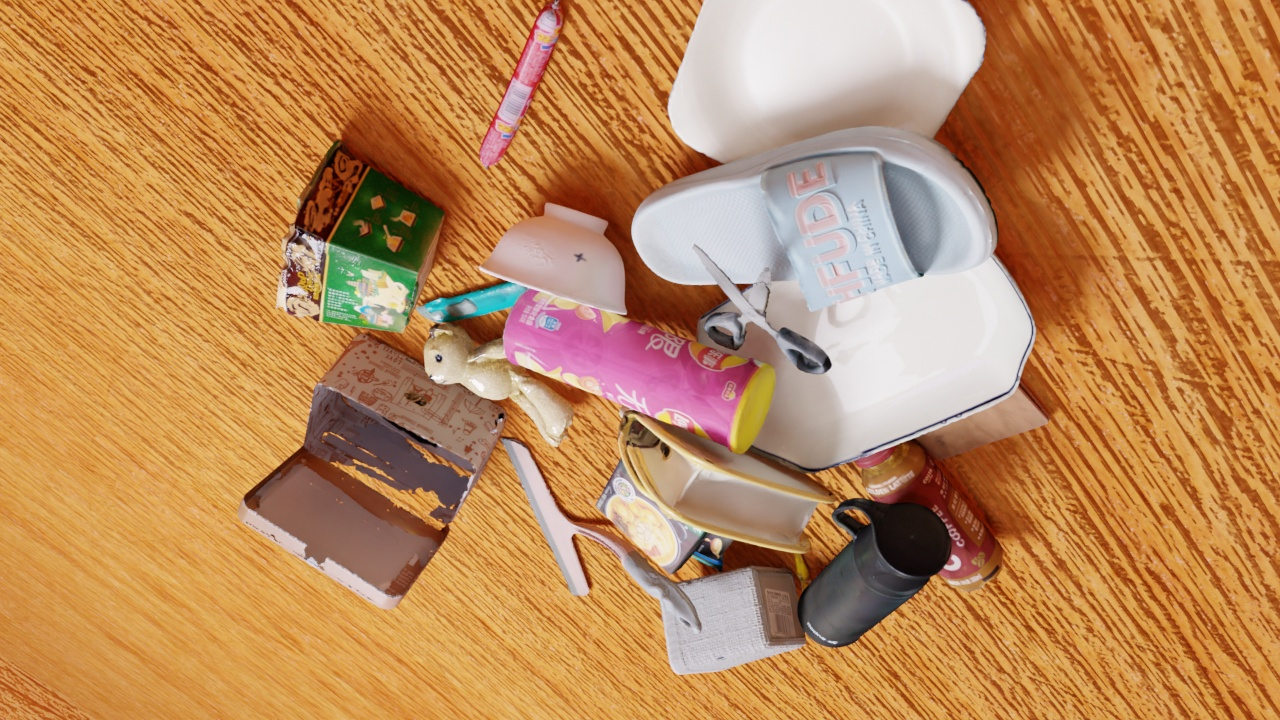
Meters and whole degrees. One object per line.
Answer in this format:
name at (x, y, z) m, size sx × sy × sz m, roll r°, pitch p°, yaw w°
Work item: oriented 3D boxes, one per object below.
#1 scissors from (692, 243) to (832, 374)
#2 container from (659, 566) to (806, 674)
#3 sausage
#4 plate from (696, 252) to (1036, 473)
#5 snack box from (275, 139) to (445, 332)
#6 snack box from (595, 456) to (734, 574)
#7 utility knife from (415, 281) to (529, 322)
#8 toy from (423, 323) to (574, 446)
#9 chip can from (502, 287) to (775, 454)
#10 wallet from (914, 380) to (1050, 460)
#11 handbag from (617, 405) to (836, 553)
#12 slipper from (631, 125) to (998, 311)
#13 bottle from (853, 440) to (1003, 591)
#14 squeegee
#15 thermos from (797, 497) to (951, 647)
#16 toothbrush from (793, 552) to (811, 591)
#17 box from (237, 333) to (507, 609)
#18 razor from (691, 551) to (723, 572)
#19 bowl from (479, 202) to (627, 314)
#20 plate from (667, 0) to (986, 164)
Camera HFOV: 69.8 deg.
scissors at (0.079, -0.031, 0.629) m, size 0.175 × 0.014 × 0.160 m, roll 31°, pitch 164°, yaw -23°
container at (0.094, 0.257, 0.917) m, size 0.115 × 0.090 × 0.090 m, roll -26°, pitch 153°, yaw 34°
sausage at (-0.086, -0.194, 0.657) m, size 0.020 × 0.020 × 0.156 m, roll 32°, pitch 135°, yaw -6°
plate at (0.156, -0.011, 0.685) m, size 0.267 × 0.034 × 0.162 m, roll -31°, pitch 99°, yaw 41°
snack box at (-0.226, -0.091, 0.760) m, size 0.105 × 0.117 × 0.118 m, roll 20°, pitch 139°, yaw -10°
snack box at (0.032, 0.135, 0.864) m, size 0.125 × 0.053 × 0.113 m, roll 40°, pitch 137°, yaw 13°
utility knife at (-0.137, -0.053, 0.809) m, size 0.157 × 0.013 × 0.029 m, roll -12°, pitch 133°, yaw 31°
toy at (-0.129, 0.022, 0.837) m, size 0.157 × 0.066 × 0.105 m, roll 34°, pitch 153°, yaw -3°
chip can at (-0.004, 0.004, 0.725) m, size 0.211 × 0.071 × 0.071 m, roll 20°, pitch 136°, yaw 22°
wallet at (0.242, 0.027, 0.711) m, size 0.115 × 0.020 × 0.101 m, roll 43°, pitch 134°, yaw -19°
handbag at (0.054, 0.089, 0.775) m, size 0.163 × 0.179 × 0.063 m, roll 21°, pitch 100°, yaw -33°
slipper at (0.097, -0.082, 0.590) m, size 0.246 × 0.074 × 0.104 m, roll -2°, pitch 132°, yaw 33°
bottle at (0.235, 0.119, 0.767) m, size 0.058 × 0.057 × 0.175 m, roll -27°, pitch 115°, yaw 39°
squeegee at (-0.018, 0.204, 0.929) m, size 0.250 × 0.040 × 0.248 m, roll 24°, pitch 141°, yaw 44°
thermos at (0.188, 0.182, 0.796) m, size 0.090 × 0.068 × 0.243 m, roll 43°, pitch 156°, yaw 18°
toothbrush at (0.163, 0.220, 0.916) m, size 0.016 × 0.018 × 0.191 m, roll 0°, pitch 129°, yaw 26°
box at (-0.263, 0.114, 0.889) m, size 0.183 × 0.192 × 0.157 m, roll 28°, pitch 135°, yaw -2°
razor at (0.071, 0.145, 0.889) m, size 0.043 × 0.022 × 0.143 m, roll 22°, pitch 132°, yaw 22°
bowl at (-0.058, -0.083, 0.703) m, size 0.118 × 0.118 × 0.065 m, roll 18°, pitch 95°, yaw 9°
plate at (0.111, -0.180, 0.571) m, size 0.163 × 0.034 × 0.165 m, roll 27°, pitch 136°, yaw 0°
